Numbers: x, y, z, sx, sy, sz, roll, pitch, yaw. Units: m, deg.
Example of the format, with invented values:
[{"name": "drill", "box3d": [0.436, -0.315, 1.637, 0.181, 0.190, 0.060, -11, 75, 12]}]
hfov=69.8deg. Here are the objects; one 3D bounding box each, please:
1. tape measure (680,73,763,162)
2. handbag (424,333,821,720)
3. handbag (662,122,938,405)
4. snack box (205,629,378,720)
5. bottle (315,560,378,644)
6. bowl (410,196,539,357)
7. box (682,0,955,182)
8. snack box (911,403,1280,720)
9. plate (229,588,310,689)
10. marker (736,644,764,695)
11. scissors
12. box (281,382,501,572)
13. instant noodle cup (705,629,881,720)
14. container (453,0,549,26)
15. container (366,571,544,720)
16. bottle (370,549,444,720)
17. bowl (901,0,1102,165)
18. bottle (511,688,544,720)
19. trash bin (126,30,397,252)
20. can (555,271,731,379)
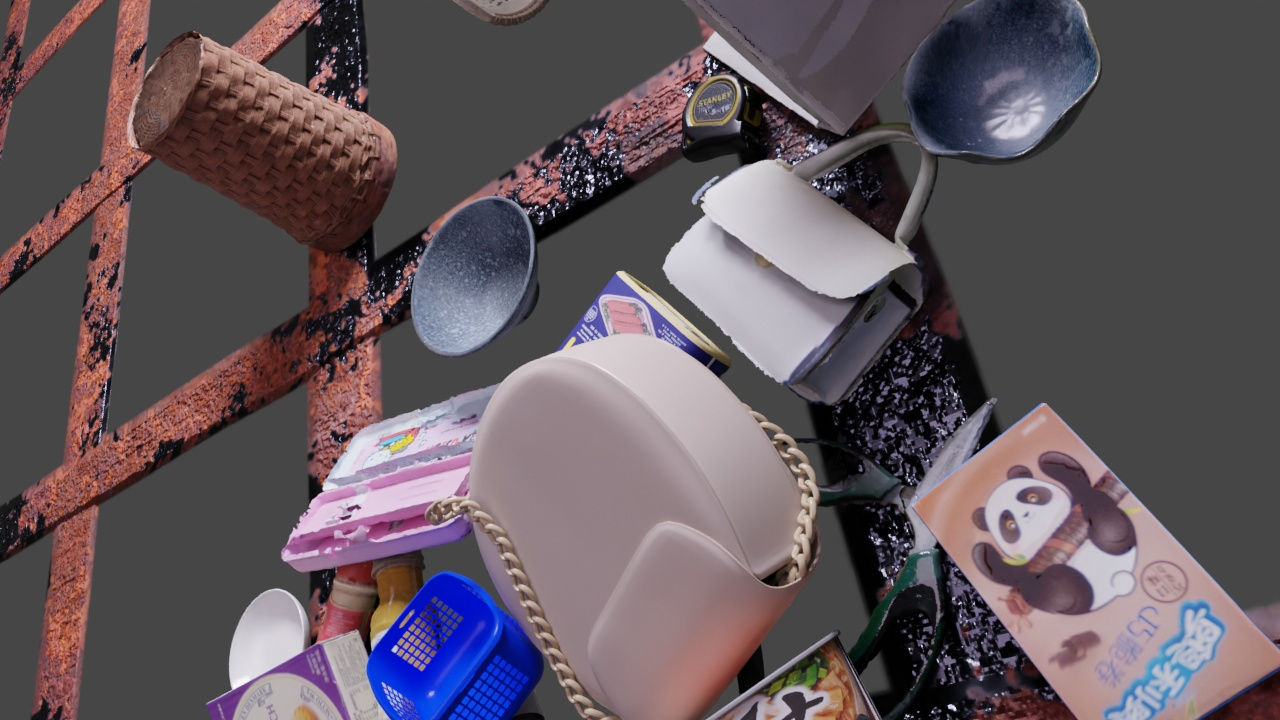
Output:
[{"name": "tape measure", "box3d": [0.061, -0.178, 0.676, 0.062, 0.034, 0.061, 1, 78, 42]}, {"name": "handbag", "box3d": [-0.015, 0.098, 0.535, 0.208, 0.103, 0.211, 43, 129, 24]}, {"name": "handbag", "box3d": [0.112, -0.081, 0.577, 0.176, 0.074, 0.151, -49, 51, 10]}, {"name": "snack box", "box3d": [-0.251, 0.301, 0.701, 0.148, 0.040, 0.143, -32, 77, 24]}, {"name": "bottle", "box3d": [-0.239, 0.205, 0.754, 0.044, 0.044, 0.109, 7, 79, 38]}, {"name": "bowl", "box3d": [-0.121, -0.060, 0.754, 0.137, 0.057, 0.137, -14, 66, 33]}, {"name": "box", "box3d": [0.144, -0.270, 0.704, 0.173, 0.421, 0.168, 42, 102, 5]}, {"name": "snack box", "box3d": [0.215, 0.105, 0.447, 0.087, 0.034, 0.151, -42, 59, 14]}, {"name": "plate", "box3d": [-0.319, 0.255, 0.806, 0.104, 0.026, 0.104, -13, 66, 32]}, {"name": "marker", "box3d": [0.060, 0.150, 0.569, 0.022, 0.016, 0.138, -38, 51, 48]}, {"name": "scissors", "box3d": [0.127, 0.097, 0.539, 0.203, 0.015, 0.201, 29, 91, 41]}, {"name": "box", "box3d": [-0.190, 0.095, 0.741, 0.202, 0.038, 0.152, -17, 32, 31]}, {"name": "instant noodle cup", "box3d": [0.085, 0.222, 0.458, 0.124, 0.123, 0.121, -42, 69, 17]}, {"name": "container", "box3d": [-0.138, -0.443, 0.838, 0.143, 0.184, 0.246, 33, 93, 50]}, {"name": "container", "box3d": [-0.121, 0.203, 0.612, 0.096, 0.058, 0.114, -52, 31, -16]}, {"name": "bottle", "box3d": [-0.173, 0.228, 0.688, 0.053, 0.053, 0.186, -32, 56, 24]}, {"name": "bowl", "box3d": [0.215, -0.157, 0.539, 0.111, 0.055, 0.110, -14, 65, 33]}, {"name": "bottle", "box3d": [-0.061, 0.283, 0.580, 0.084, 0.046, 0.173, -41, 45, 11]}, {"name": "trash bin", "box3d": [-0.368, -0.214, 0.898, 0.152, 0.210, 0.151, -15, 64, 32]}, {"name": "can", "box3d": [-0.004, 0.004, 0.644, 0.092, 0.056, 0.116, -52, 51, 8]}]
